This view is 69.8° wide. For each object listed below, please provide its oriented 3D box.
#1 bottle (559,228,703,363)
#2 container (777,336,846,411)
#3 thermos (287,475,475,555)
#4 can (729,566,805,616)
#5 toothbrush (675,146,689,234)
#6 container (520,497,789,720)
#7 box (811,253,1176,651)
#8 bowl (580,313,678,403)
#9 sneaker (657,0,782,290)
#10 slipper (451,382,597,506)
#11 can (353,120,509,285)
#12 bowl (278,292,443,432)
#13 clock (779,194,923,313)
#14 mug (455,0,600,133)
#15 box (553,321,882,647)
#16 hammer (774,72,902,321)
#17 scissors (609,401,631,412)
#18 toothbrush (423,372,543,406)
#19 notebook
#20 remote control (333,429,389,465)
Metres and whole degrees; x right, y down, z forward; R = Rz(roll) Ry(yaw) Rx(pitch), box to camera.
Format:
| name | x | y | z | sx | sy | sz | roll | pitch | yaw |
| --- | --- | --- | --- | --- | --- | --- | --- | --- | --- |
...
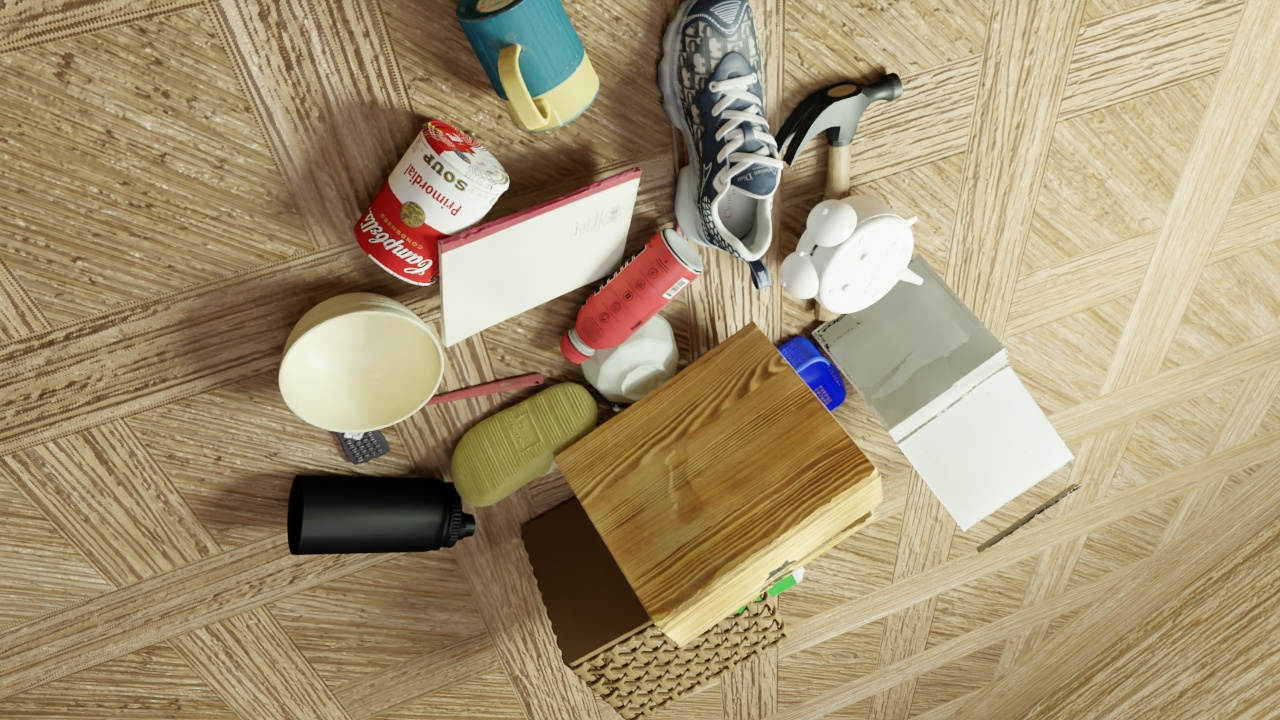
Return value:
| name | x | y | z | sx | sy | sz | roll | pitch | yaw |
| --- | --- | --- | --- | --- | --- | --- | --- | --- | --- |
| bottle | -0.017 | -0.061 | 0.972 | 0.177 | 0.062 | 0.062 | -41 | 136 | 23 |
| container | 0.201 | 0.027 | 1.173 | 0.096 | 0.058 | 0.114 | -35 | 136 | 7 |
| thermos | -0.290 | 0.176 | 1.046 | 0.198 | 0.086 | 0.086 | 5 | 127 | -31 |
| can | 0.177 | 0.331 | 1.425 | 0.140 | 0.087 | 0.088 | -30 | 137 | 1 |
| toothbrush | 0.046 | -0.164 | 0.948 | 0.015 | 0.015 | 0.185 | -12 | 133 | -21 |
| container | 0.019 | 0.294 | 1.214 | 0.251 | 0.219 | 0.214 | -29 | 137 | 0 |
| box | 0.417 | 0.106 | 1.102 | 0.166 | 0.478 | 0.119 | -37 | 174 | 10 |
| bowl | -0.006 | 0.006 | 1.048 | 0.117 | 0.061 | 0.118 | -14 | 136 | -14 |
| sneaker | 0.089 | -0.199 | 0.843 | 0.103 | 0.132 | 0.270 | -16 | 130 | -13 |
| slipper | -0.130 | 0.096 | 1.066 | 0.190 | 0.091 | 0.081 | -34 | 161 | 5 |
| can | -0.183 | -0.138 | 0.805 | 0.086 | 0.086 | 0.117 | 24 | 117 | -40 |
| bowl | -0.273 | -0.009 | 0.888 | 0.150 | 0.075 | 0.151 | -14 | 135 | -14 |
| clock | 0.235 | -0.111 | 1.002 | 0.160 | 0.073 | 0.126 | 2 | 127 | -36 |
| mug | -0.090 | -0.242 | 0.736 | 0.083 | 0.113 | 0.107 | -12 | 138 | 15 |
| box | 0.083 | 0.136 | 1.026 | 0.279 | 0.245 | 0.168 | -35 | 153 | -1 |
| hammer | 0.212 | -0.161 | 1.021 | 0.132 | 0.040 | 0.306 | -21 | 137 | -13 |
| scissors | 0.025 | 0.070 | 1.158 | 0.163 | 0.012 | 0.154 | 26 | 116 | -42 |
| toothbrush | -0.199 | 0.041 | 1.015 | 0.189 | 0.016 | 0.016 | -12 | 134 | -16 |
| notebook | -0.096 | -0.098 | 0.876 | 0.208 | 0.012 | 0.153 | -26 | 154 | -25 |
| remote control | -0.312 | 0.069 | 0.990 | 0.046 | 0.009 | 0.125 | -22 | 136 | -7 |
